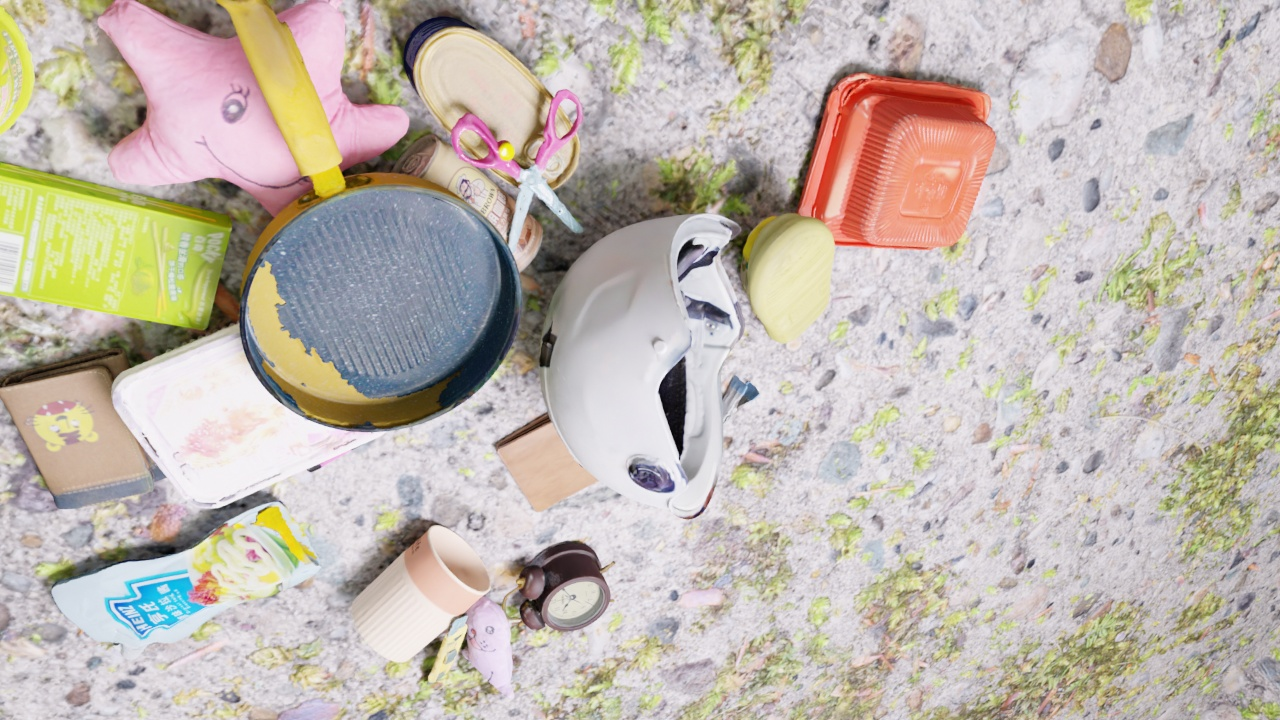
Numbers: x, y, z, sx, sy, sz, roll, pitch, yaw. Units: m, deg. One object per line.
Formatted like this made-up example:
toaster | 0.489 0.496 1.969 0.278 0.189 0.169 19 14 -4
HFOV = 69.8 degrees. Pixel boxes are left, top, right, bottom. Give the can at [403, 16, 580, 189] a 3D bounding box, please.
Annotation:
can | -0.109 -0.188 0.681 0.075 0.049 0.148 -46 128 6

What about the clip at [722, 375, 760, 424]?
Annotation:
clip | 0.094 0.044 0.947 0.045 0.027 0.058 23 111 -43

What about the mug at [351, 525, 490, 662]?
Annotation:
mug | -0.203 0.225 0.884 0.106 0.081 0.114 -42 158 5

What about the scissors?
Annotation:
scissors | -0.078 -0.143 0.682 0.131 0.017 0.133 -46 128 1

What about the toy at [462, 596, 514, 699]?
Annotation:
toy | -0.158 0.286 0.941 0.038 0.084 0.108 -27 129 -39

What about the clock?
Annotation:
clock | -0.086 0.241 0.960 0.121 0.055 0.082 -10 124 -19

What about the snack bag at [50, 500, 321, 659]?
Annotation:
snack bag | -0.385 0.191 0.793 0.191 0.039 0.110 -24 138 -11

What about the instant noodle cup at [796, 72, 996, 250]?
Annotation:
instant noodle cup | 0.247 -0.173 0.851 0.188 0.079 0.165 -1 119 -23

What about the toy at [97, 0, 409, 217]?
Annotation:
toy | -0.253 -0.169 0.603 0.194 0.074 0.179 21 118 -40

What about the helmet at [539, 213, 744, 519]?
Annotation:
helmet | -0.005 0.005 0.772 0.146 0.228 0.259 8 133 15

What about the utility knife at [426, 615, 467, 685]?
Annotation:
utility knife | -0.194 0.289 0.920 0.030 0.020 0.189 -30 155 -35

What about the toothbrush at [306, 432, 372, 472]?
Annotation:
toothbrush | -0.208 0.050 0.804 0.189 0.017 0.014 -31 130 -4

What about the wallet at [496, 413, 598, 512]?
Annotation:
wallet | -0.072 0.090 0.896 0.115 0.020 0.101 -28 129 -5

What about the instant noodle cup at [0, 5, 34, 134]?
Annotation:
instant noodle cup | -0.408 -0.154 0.506 0.111 0.123 0.112 -13 124 -20

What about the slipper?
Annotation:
slipper | 0.126 -0.079 0.852 0.091 0.081 0.190 -45 156 -5

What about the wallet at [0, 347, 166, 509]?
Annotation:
wallet | -0.415 0.053 0.694 0.090 0.033 0.115 -16 122 -16

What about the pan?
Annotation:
pan | -0.193 -0.091 0.601 0.197 0.078 0.358 -25 129 -13

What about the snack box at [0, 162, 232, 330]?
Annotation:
snack box | -0.374 -0.077 0.634 0.156 0.026 0.086 11 114 -31

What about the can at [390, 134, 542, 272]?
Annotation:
can | -0.133 -0.116 0.709 0.058 0.058 0.116 -47 129 6

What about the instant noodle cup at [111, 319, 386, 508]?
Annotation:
instant noodle cup | -0.297 0.023 0.715 0.173 0.060 0.138 -25 127 -12
